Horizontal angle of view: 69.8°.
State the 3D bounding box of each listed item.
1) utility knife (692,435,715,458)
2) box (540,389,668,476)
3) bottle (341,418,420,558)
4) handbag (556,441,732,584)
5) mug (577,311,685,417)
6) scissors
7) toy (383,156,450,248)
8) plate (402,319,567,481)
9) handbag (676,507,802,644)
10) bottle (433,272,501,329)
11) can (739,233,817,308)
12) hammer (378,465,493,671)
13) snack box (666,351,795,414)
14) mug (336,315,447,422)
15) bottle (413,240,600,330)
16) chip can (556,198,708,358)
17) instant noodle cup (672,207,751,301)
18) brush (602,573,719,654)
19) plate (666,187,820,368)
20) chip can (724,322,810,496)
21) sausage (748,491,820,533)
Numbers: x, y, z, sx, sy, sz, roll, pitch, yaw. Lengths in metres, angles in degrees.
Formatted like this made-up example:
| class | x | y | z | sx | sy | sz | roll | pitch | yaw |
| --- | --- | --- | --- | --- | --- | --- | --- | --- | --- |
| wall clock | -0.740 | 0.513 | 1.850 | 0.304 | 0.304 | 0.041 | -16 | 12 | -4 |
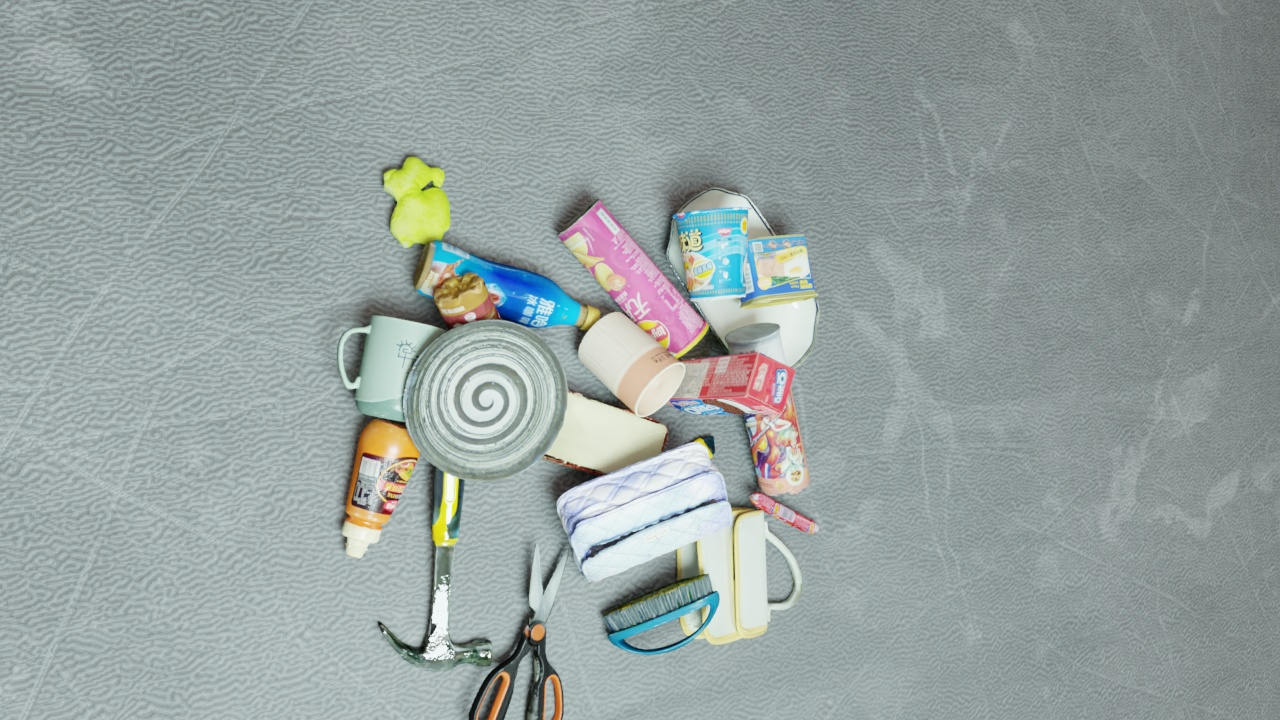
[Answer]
| class | x | y | z | sx | sy | sz | roll | pitch | yaw |
| --- | --- | --- | --- | --- | --- | --- | --- | --- | --- |
| utility knife | 0.033 | 0.148 | 1.162 | 0.167 | 0.015 | 0.033 | -35 | 94 | -22 |
| box | -0.053 | 0.090 | 1.094 | 0.168 | 0.077 | 0.091 | 20 | 78 | -22 |
| bottle | -0.287 | 0.141 | 0.993 | 0.066 | 0.067 | 0.149 | 19 | 84 | -22 |
| handbag | 0.006 | 0.181 | 1.065 | 0.194 | 0.134 | 0.075 | -21 | 50 | -5 |
| mug | -0.007 | 0.006 | 1.109 | 0.106 | 0.114 | 0.082 | 42 | 94 | 22 |
| scissors | -0.120 | 0.333 | 1.061 | 0.226 | 0.022 | 0.198 | -52 | 121 | -28 |
| toy | -0.253 | -0.180 | 1.052 | 0.096 | 0.031 | 0.100 | -42 | 102 | -24 |
| plate | -0.167 | 0.043 | 0.993 | 0.179 | 0.024 | 0.179 | -4 | 101 | -23 |
| handbag | 0.138 | 0.271 | 1.177 | 0.178 | 0.063 | 0.163 | 0 | 87 | -28 |
| bottle | -0.172 | -0.012 | 1.030 | 0.057 | 0.057 | 0.175 | -36 | 126 | -23 |
| can | 0.173 | -0.116 | 1.189 | 0.102 | 0.057 | 0.083 | -8 | 85 | -26 |
| hammer | -0.217 | 0.182 | 1.015 | 0.126 | 0.032 | 0.323 | 4 | 91 | -23 |
| snack box | 0.098 | 0.030 | 1.098 | 0.057 | 0.208 | 0.058 | 24 | 77 | -23 |
| mug | -0.274 | 0.008 | 0.993 | 0.111 | 0.082 | 0.106 | 14 | 85 | -27 |
| bottle | -0.151 | -0.078 | 1.072 | 0.218 | 0.065 | 0.065 | 17 | 78 | -23 |
| chip can | -0.009 | -0.098 | 1.136 | 0.210 | 0.071 | 0.071 | 48 | 68 | -13 |
| instant noodle cup | 0.091 | -0.130 | 1.138 | 0.099 | 0.099 | 0.110 | -7 | 96 | -25 |
| brush | 0.029 | 0.308 | 1.093 | 0.144 | 0.055 | 0.073 | -22 | 79 | 5 |
| plate | 0.133 | -0.099 | 1.220 | 0.161 | 0.034 | 0.266 | -41 | 102 | -23 |
| chip can | 0.165 | 0.063 | 1.175 | 0.071 | 0.071 | 0.215 | -22 | 108 | -25 |
| sausage | 0.190 | 0.202 | 1.206 | 0.155 | 0.020 | 0.020 | 31 | 72 | -37 |
